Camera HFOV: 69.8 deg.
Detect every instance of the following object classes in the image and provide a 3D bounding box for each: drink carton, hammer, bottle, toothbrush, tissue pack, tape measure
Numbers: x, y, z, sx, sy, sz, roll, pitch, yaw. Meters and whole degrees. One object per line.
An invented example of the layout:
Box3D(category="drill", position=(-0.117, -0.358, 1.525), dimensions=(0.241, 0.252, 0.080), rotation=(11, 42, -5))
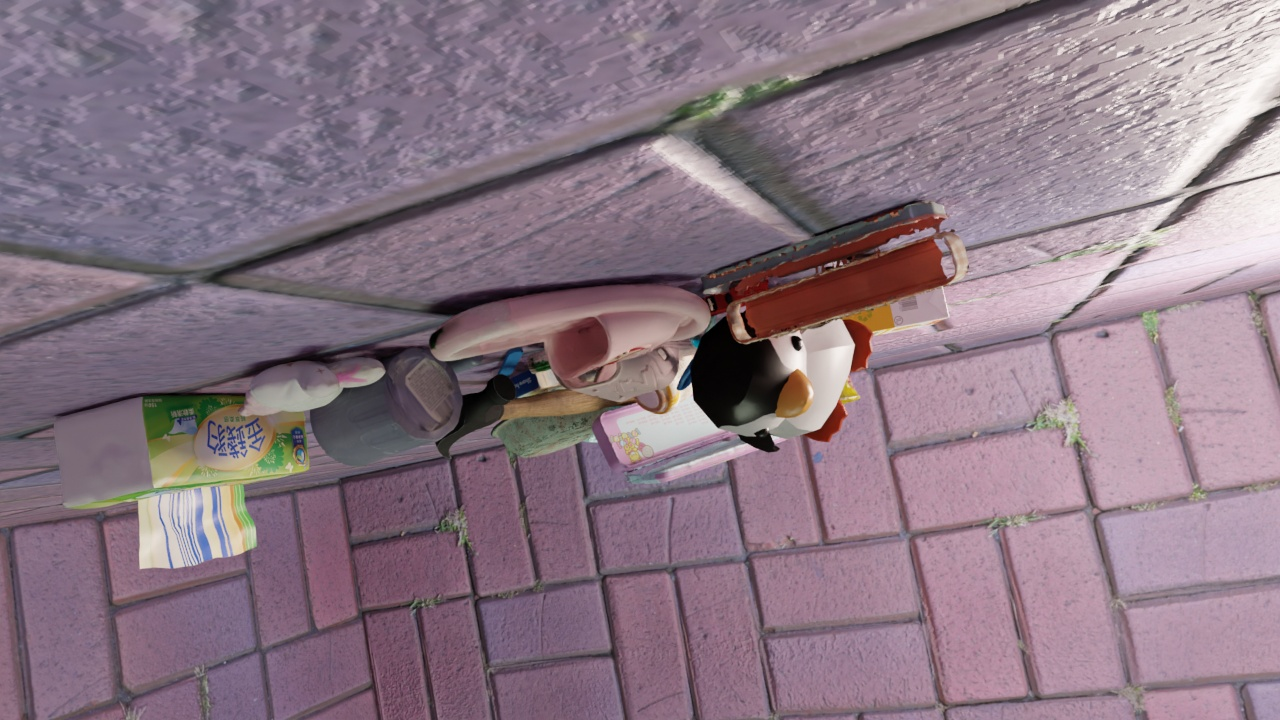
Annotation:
Box3D(category="drink carton", position=(0.263, -0.051, 0.981), dimensions=(0.122, 0.040, 0.058), rotation=(-11, 174, -1))
Box3D(category="hammer", position=(-0.094, 0.048, 0.974), dimensions=(0.133, 0.040, 0.304), rotation=(-30, 166, 31))
Box3D(category="bottle", position=(0.039, 0.015, 1.053), dimensions=(0.063, 0.063, 0.108), rotation=(-16, -165, 46))
Box3D(category="toothbrush", position=(-0.138, 0.004, 0.943), dimensions=(0.016, 0.014, 0.167), rotation=(-9, 170, -16))
Box3D(category="tissue pack", position=(-0.394, 0.109, 0.814), dimensions=(0.120, 0.141, 0.197), rotation=(-13, 174, 24))
Box3D(category="tape measure", position=(0.069, -0.049, 0.737), dimensions=(0.058, 0.019, 0.051), rotation=(-18, 180, -24))

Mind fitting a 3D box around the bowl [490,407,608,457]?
Box3D(category="bowl", position=(-0.101, 0.081, 1.120), dimensions=(0.157, 0.038, 0.157), rotation=(-20, 167, -5))

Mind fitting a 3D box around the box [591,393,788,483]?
Box3D(category="box", position=(0.061, 0.089, 1.064), dimensions=(0.213, 0.062, 0.140), rotation=(-14, -145, -36))

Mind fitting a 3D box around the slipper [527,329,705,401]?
Box3D(category="slipper", position=(-0.005, 0.005, 0.927), dimensions=(0.094, 0.064, 0.238), rotation=(-16, 174, 41))

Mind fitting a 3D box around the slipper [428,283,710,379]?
Box3D(category="slipper", position=(-0.042, -0.020, 0.654), dimensions=(0.221, 0.055, 0.107), rotation=(-6, 170, -36))

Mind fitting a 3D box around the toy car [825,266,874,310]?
Box3D(category="toy car", position=(0.181, -0.059, 0.757), dimensions=(0.049, 0.040, 0.112), rotation=(-12, 175, 21))

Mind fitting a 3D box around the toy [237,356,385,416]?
Box3D(category="toy", position=(-0.263, 0.020, 0.711), dimensions=(0.126, 0.037, 0.075), rotation=(-14, 177, 32))

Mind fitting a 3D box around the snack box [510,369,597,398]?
Box3D(category="snack box", position=(-0.113, 0.030, 1.041), dimensions=(0.082, 0.026, 0.149), rotation=(-24, 173, 21))

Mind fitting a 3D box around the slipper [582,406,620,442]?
Box3D(category="slipper", position=(0.024, 0.029, 1.192), dimensions=(0.277, 0.069, 0.115), rotation=(-29, 163, 25))

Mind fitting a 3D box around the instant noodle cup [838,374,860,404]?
Box3D(category="instant noodle cup", position=(0.169, -0.001, 0.959), dimensions=(0.102, 0.108, 0.102), rotation=(-11, 174, -1))

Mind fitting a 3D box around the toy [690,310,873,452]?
Box3D(category="toy", position=(0.099, 0.005, 0.793), dimensions=(0.140, 0.159, 0.183), rotation=(26, -165, 25))

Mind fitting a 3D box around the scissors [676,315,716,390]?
Box3D(category="scissors", position=(0.057, -0.009, 0.889), dimensions=(0.113, 0.013, 0.140), rotation=(-53, 168, 9))

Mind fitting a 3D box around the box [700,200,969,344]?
Box3D(category="box", position=(0.127, -0.055, 0.627), dimensions=(0.188, 0.054, 0.076), rotation=(-18, 139, 43))

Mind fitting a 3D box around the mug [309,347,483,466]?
Box3D(category="mug", position=(-0.203, 0.030, 0.786), dimensions=(0.104, 0.084, 0.123), rotation=(-18, -165, 38))
